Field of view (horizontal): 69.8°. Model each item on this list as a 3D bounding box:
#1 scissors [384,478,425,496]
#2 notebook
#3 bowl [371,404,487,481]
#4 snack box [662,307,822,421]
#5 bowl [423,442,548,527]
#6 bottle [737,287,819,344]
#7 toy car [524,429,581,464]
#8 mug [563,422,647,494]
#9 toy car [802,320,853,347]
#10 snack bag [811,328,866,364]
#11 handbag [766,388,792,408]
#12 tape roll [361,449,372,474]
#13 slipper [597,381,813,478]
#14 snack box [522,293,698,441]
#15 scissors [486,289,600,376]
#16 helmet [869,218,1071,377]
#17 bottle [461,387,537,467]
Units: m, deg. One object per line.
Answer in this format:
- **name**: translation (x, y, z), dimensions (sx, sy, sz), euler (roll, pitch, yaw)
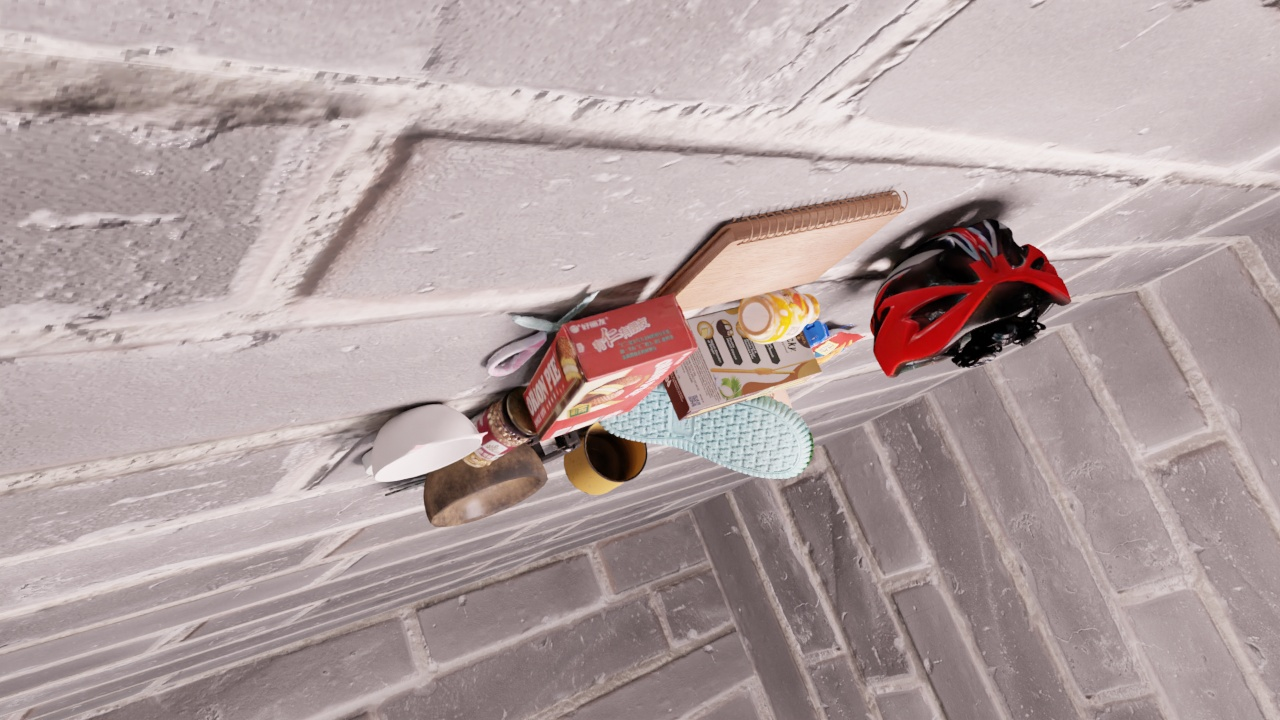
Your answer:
- **scissors**: translation (-0.278, 0.164, 1.275), dimensions (0.159, 0.014, 0.121), euler (-22, 167, -13)
- **notebook**: translation (0.131, -0.102, 0.879), dimensions (0.210, 0.022, 0.170), euler (-14, 166, -30)
- **bowl**: translation (-0.227, 0.080, 0.950), dimensions (0.114, 0.050, 0.115), euler (-21, 167, -5)
- **snack box**: translation (0.107, -0.005, 1.041), dimensions (0.185, 0.101, 0.032), euler (-15, 165, -29)
- **bowl**: translation (-0.207, 0.152, 1.196), dimensions (0.162, 0.070, 0.162), euler (-22, 162, -8)
- **bottle**: translation (0.158, -0.053, 1.025), dimensions (0.108, 0.063, 0.063), euler (-11, 163, -48)
- **toy car**: translation (-0.129, 0.120, 1.279), dimensions (0.092, 0.040, 0.037), euler (-25, 167, 2)
- **mug**: translation (-0.065, 0.139, 1.363), dimensions (0.123, 0.100, 0.094), euler (27, 149, -15)
- **toy car**: translation (0.249, -0.032, 1.301), dimensions (0.092, 0.033, 0.061), euler (-33, 156, 37)
- **snack bag**: translation (0.265, -0.013, 1.394), dimensions (0.131, 0.039, 0.143), euler (-29, 166, 25)
- **handbag**: translation (0.129, 0.091, 1.416), dimensions (0.198, 0.116, 0.188), euler (-7, 160, -48)
- **tape roll**: translation (-0.270, 0.106, 1.053), dimensions (0.094, 0.018, 0.094), euler (-21, 166, -5)
- **slipper**: translation (0.076, 0.067, 1.117), dimensions (0.276, 0.116, 0.069), euler (11, -149, 13)
- **snack box**: translation (-0.038, 0.013, 0.910), dimensions (0.113, 0.060, 0.237), euler (-18, 169, -20)
- **scissors**: translation (-0.085, -0.022, 0.860), dimensions (0.175, 0.013, 0.170), euler (-27, 167, 23)
- **helmet**: translation (0.380, -0.065, 1.104), dimensions (0.217, 0.167, 0.272), euler (-21, 166, -5)
- **bottle**: translation (-0.158, 0.076, 1.034), dimensions (0.105, 0.056, 0.056), euler (-31, 164, 34)
